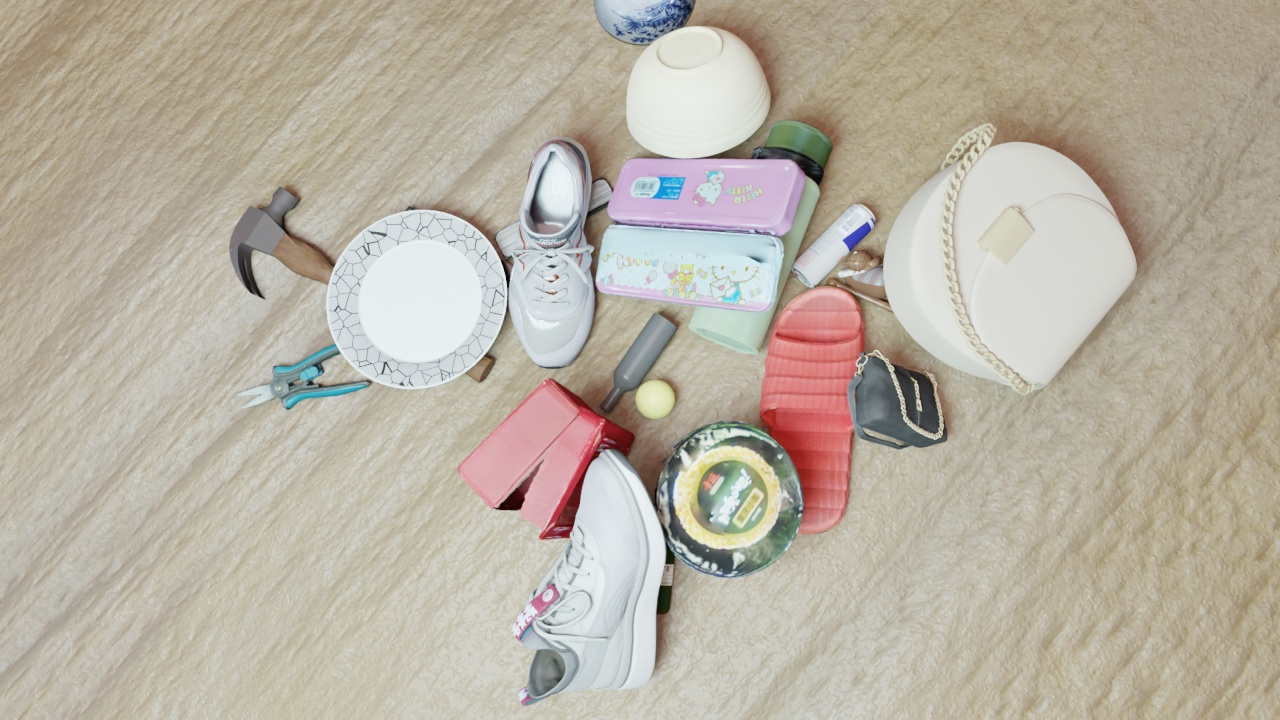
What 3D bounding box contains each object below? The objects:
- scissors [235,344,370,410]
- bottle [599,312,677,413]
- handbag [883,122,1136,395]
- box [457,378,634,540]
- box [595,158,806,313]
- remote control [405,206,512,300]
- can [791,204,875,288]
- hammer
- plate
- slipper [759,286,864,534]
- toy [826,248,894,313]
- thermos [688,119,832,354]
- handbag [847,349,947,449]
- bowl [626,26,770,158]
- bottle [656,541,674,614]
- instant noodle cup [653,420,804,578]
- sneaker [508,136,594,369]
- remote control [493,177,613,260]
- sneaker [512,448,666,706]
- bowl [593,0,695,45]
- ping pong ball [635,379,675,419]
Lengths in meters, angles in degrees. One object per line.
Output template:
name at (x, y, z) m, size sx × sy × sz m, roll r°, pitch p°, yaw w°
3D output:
scissors at (-0.357, 0.018, 0.983) m, size 0.123 × 0.019 × 0.148 m, roll 34°, pitch 93°, yaw 5°
bottle at (-0.006, 0.005, 0.942) m, size 0.030 × 0.030 × 0.113 m, roll 34°, pitch 87°, yaw 9°
handbag at (0.344, -0.092, 0.877) m, size 0.208 × 0.103 × 0.210 m, roll 43°, pitch 83°, yaw -5°
box at (-0.086, 0.091, 0.878) m, size 0.110 × 0.157 × 0.134 m, roll 33°, pitch 86°, yaw 14°
box at (0.052, -0.127, 0.905) m, size 0.214 × 0.035 × 0.151 m, roll 10°, pitch 84°, yaw 37°
remote control at (-0.196, -0.116, 0.986) m, size 0.150 × 0.013 × 0.034 m, roll 31°, pitch 87°, yaw 9°
can at (0.197, -0.117, 0.934) m, size 0.095 × 0.032 × 0.032 m, roll -45°, pitch 81°, yaw -1°
hammer at (-0.299, -0.068, 0.983) m, size 0.323 × 0.033 × 0.115 m, roll 30°, pitch 85°, yaw 8°
plate at (-0.231, -0.063, 0.953) m, size 0.188 × 0.016 × 0.188 m, roll -1°, pitch 80°, yaw 4°
slipper at (0.169, 0.047, 0.902) m, size 0.103 × 0.059 × 0.248 m, roll 5°, pitch 86°, yaw 10°
toy at (0.241, -0.076, 0.921) m, size 0.102 × 0.041 × 0.055 m, roll 26°, pitch 108°, yaw 17°
thermos at (0.121, -0.127, 0.921) m, size 0.082 × 0.082 × 0.231 m, roll 21°, pitch 86°, yaw 8°
handbag at (0.245, 0.038, 0.879) m, size 0.054 × 0.128 × 0.079 m, roll -25°, pitch 56°, yaw 44°
bowl at (0.053, -0.283, 0.921) m, size 0.151 × 0.075 × 0.150 m, roll -6°, pitch 55°, yaw 8°
bottle at (0.021, 0.198, 0.916) m, size 0.025 × 0.025 × 0.106 m, roll 5°, pitch 83°, yaw 7°
instant noodle cup at (0.070, 0.133, 0.867) m, size 0.137 × 0.112 × 0.137 m, roll 2°, pitch 80°, yaw -9°
sneaker at (-0.090, -0.111, 0.906) m, size 0.089 × 0.124 × 0.239 m, roll 2°, pitch 90°, yaw 0°
remote control at (-0.091, -0.152, 0.980) m, size 0.136 × 0.013 × 0.033 m, roll -28°, pitch 81°, yaw 3°
sneaker at (-0.053, 0.201, 0.825) m, size 0.128 × 0.097 × 0.263 m, roll -11°, pitch 120°, yaw -30°
bowl at (0.002, -0.402, 0.986) m, size 0.114 × 0.045 × 0.114 m, roll -1°, pitch 83°, yaw 6°
ping pong ball at (0.015, 0.039, 0.930) m, size 0.040 × 0.040 × 0.040 m, roll -1°, pitch 82°, yaw 6°
